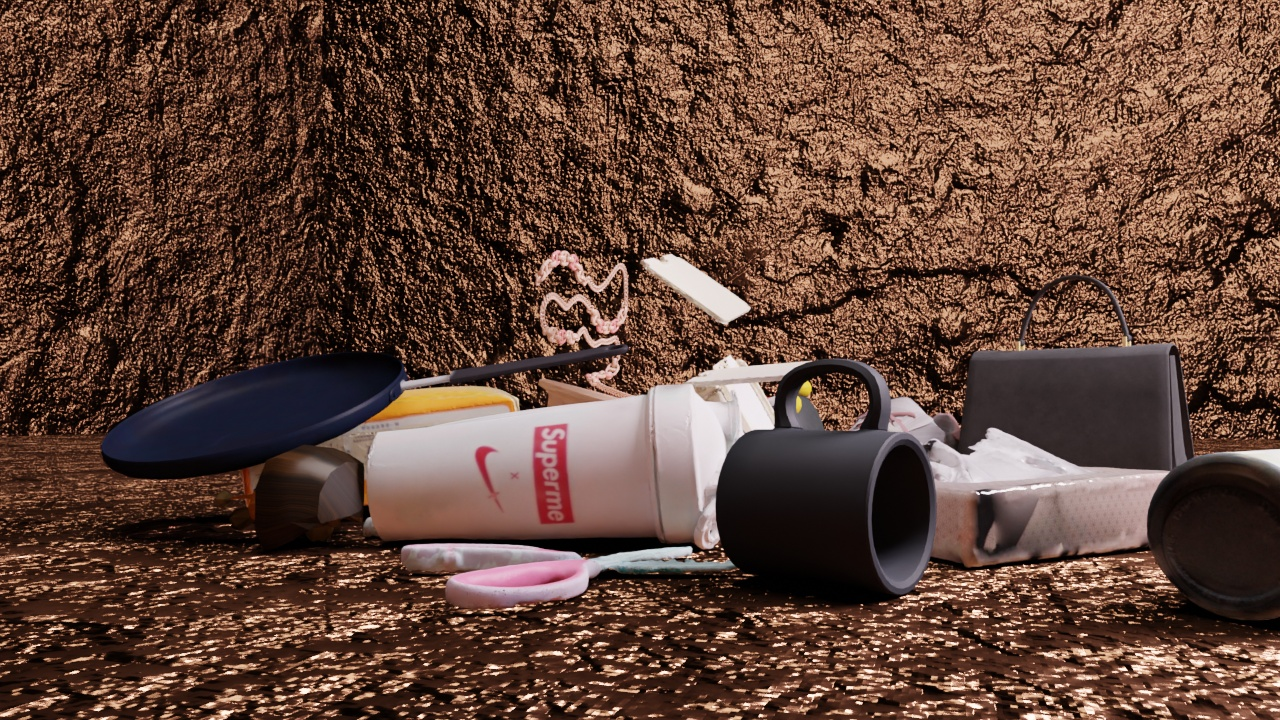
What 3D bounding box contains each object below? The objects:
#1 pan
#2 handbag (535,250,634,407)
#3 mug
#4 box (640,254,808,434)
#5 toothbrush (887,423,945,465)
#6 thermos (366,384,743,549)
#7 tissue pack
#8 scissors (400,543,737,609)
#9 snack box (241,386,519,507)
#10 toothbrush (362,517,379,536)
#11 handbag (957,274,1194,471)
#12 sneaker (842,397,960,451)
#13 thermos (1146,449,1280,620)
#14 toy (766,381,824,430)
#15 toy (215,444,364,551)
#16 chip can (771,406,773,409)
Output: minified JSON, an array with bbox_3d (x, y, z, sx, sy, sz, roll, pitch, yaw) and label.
[{"bbox_3d":[-0.183,0.023,0.627,0.356,0.021,0.198,-9,18,5],"label":"pan"},{"bbox_3d":[-0.005,0.004,0.760,0.117,0.187,0.198,11,-3,19],"label":"handbag"},{"bbox_3d":[0.088,0.051,0.429,0.078,0.105,0.071,-2,-9,41],"label":"mug"},{"bbox_3d":[0.070,-0.002,0.648,0.101,0.194,0.143,-30,0,23],"label":"box"},{"bbox_3d":[0.237,0.086,0.700,0.024,0.022,0.185,28,5,-27],"label":"toothbrush"},{"bbox_3d":[-0.046,0.070,0.553,0.220,0.099,0.099,-6,-3,5],"label":"thermos"},{"bbox_3d":[0.225,0.080,0.548,0.181,0.071,0.104,-2,0,-26],"label":"tissue pack"},{"bbox_3d":[-0.042,0.098,0.450,0.159,0.014,0.172,-2,-3,40],"label":"scissors"},{"bbox_3d":[-0.190,0.065,0.717,0.195,0.080,0.145,-8,-1,-7],"label":"snack box"},{"bbox_3d":[-0.160,0.109,0.656,0.017,0.012,0.187,13,-2,3],"label":"toothbrush"},{"bbox_3d":[0.372,0.024,0.796,0.072,0.195,0.176,3,-3,-44],"label":"handbag"},{"bbox_3d":[0.217,0.079,0.840,0.235,0.089,0.099,3,-4,-41],"label":"sneaker"},{"bbox_3d":[0.321,0.072,0.422,0.229,0.068,0.068,3,-4,-35],"label":"thermos"},{"bbox_3d":[0.155,0.090,1.067,0.119,0.099,0.097,-26,5,26],"label":"toy"},{"bbox_3d":[-0.210,0.083,0.543,0.100,0.062,0.076,-9,31,27],"label":"toy"},{"bbox_3d":[0.100,0.081,0.849,0.073,0.073,0.233,0,-6,3],"label":"chip can"}]
